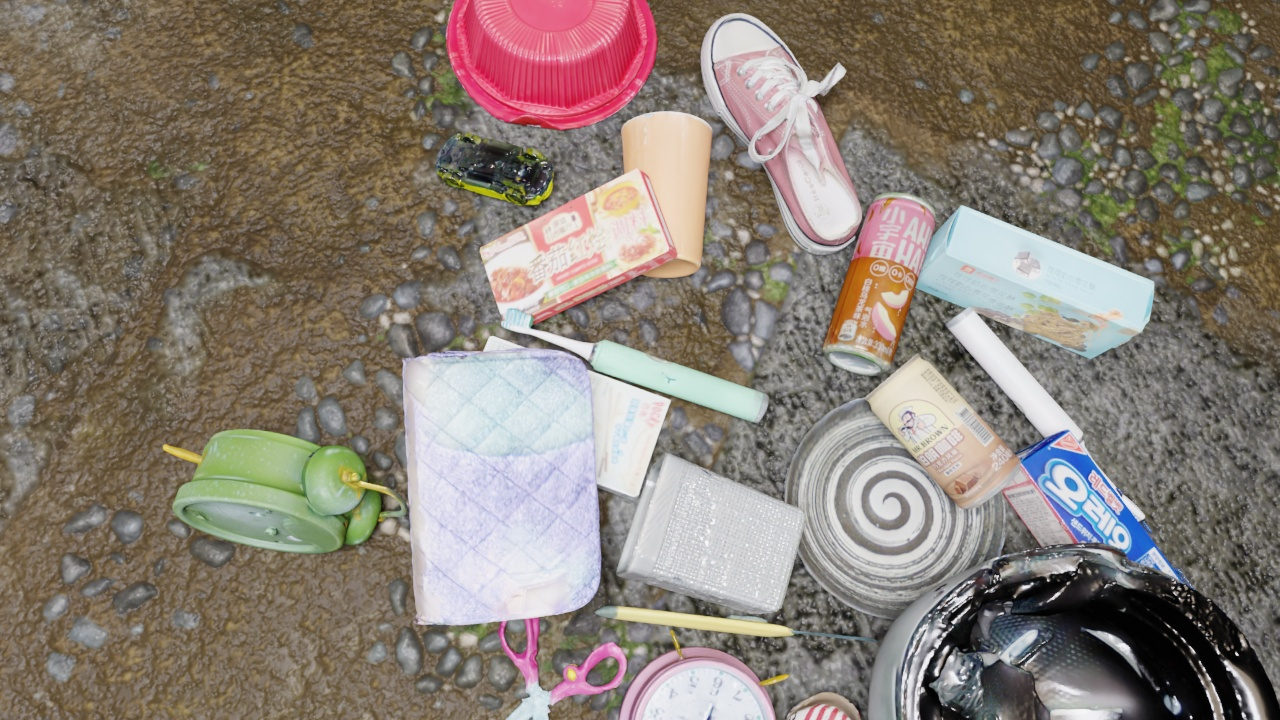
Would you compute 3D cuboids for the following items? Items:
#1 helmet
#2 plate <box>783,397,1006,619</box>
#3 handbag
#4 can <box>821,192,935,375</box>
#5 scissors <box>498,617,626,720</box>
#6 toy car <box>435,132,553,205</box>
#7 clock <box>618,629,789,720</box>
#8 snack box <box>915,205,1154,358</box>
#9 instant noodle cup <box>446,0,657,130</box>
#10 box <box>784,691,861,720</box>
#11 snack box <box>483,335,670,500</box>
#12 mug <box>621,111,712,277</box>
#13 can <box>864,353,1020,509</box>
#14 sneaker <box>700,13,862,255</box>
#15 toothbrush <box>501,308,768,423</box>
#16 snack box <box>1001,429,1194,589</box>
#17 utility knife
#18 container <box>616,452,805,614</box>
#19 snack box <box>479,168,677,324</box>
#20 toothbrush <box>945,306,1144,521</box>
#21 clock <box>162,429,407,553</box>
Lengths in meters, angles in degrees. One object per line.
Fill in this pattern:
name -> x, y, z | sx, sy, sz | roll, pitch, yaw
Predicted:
helmet -> 0.273, 0.249, 0.633 | 0.273, 0.157, 0.229 | 2, 70, -18
plate -> 0.202, 0.117, 0.735 | 0.179, 0.024, 0.179 | 1, 72, -3
handbag -> -0.101, 0.088, 0.668 | 0.134, 0.076, 0.194 | -2, 90, -15
can -> 0.200, -0.064, 0.766 | 0.058, 0.058, 0.147 | 20, 76, 1
scissors -> -0.077, 0.243, 0.679 | 0.133, 0.017, 0.130 | -37, 82, -10
toy car -> -0.125, -0.162, 0.787 | 0.105, 0.032, 0.048 | 17, 73, 13
clock -> 0.037, 0.284, 0.652 | 0.117, 0.060, 0.158 | 19, 75, 2
snack box -> 0.327, -0.064, 0.772 | 0.175, 0.074, 0.051 | 22, 73, 2
instant noodle cup -> -0.078, -0.304, 0.816 | 0.194, 0.066, 0.193 | 1, 74, -5
box -> 0.152, 0.319, 0.640 | 0.075, 0.083, 0.163 | -25, 79, -1
snack box -> -0.063, 0.046, 0.732 | 0.157, 0.027, 0.084 | 20, 73, 1
mug -> 0.022, -0.136, 0.772 | 0.078, 0.078, 0.122 | 2, 79, -4
can -> 0.234, 0.055, 0.712 | 0.058, 0.059, 0.116 | -38, 79, -14
sneaker -> 0.128, -0.210, 0.792 | 0.118, 0.088, 0.241 | -21, 77, -10
toothbrush -> -0.004, 0.004, 0.738 | 0.224, 0.026, 0.027 | 18, 98, -5
snack box -> 0.365, 0.155, 0.718 | 0.057, 0.058, 0.207 | -31, 79, -13
utility knife -> 0.075, 0.203, 0.696 | 0.220, 0.031, 0.022 | 12, 70, -3
container -> 0.052, 0.134, 0.684 | 0.114, 0.090, 0.090 | 20, 73, -2
snack box -> -0.052, -0.088, 0.741 | 0.153, 0.025, 0.075 | -23, 76, 16
toothbrush -> 0.338, 0.046, 0.766 | 0.026, 0.026, 0.221 | -43, 79, 25
clock -> -0.248, 0.097, 0.658 | 0.161, 0.116, 0.056 | 7, 63, 0
